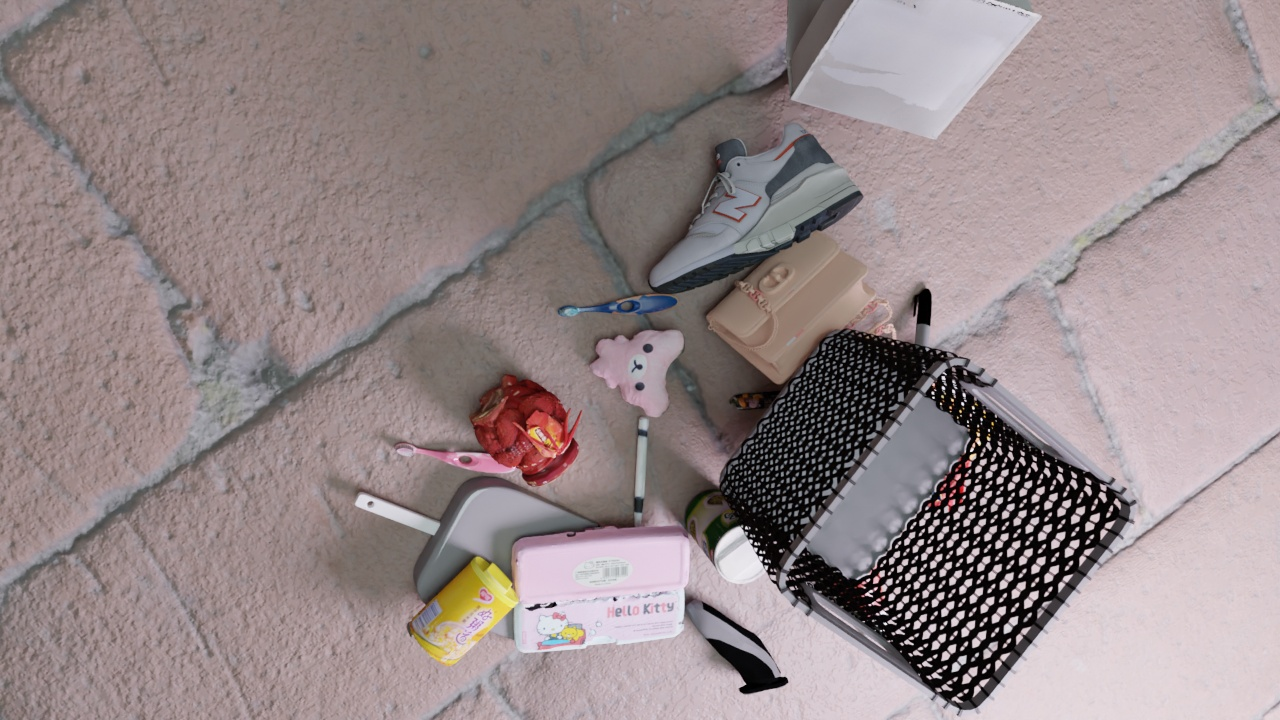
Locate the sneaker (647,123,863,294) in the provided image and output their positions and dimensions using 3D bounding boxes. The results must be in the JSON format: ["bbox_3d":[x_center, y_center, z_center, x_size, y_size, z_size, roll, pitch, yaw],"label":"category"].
[{"bbox_3d":[0.103,-0.168,0.975,0.240,0.089,0.124,-23,82,9],"label":"sneaker"}]

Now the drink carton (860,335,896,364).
[{"bbox_3d":[0.229,0.039,1.022,0.122,0.041,0.058,-49,142,1],"label":"drink carton"}]

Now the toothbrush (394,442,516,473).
[{"bbox_3d":[-0.198,0.106,0.993,0.135,0.016,0.021,11,101,-15],"label":"toothbrush"}]

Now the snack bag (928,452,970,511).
[{"bbox_3d":[0.309,0.107,1.073,0.176,0.082,0.082,30,94,-5],"label":"snack bag"}]

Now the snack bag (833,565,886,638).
[{"bbox_3d":[0.246,0.217,1.082,0.041,0.077,0.225,-18,111,-15],"label":"snack bag"}]

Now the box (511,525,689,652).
[{"bbox_3d":[-0.043,0.262,1.038,0.201,0.041,0.154,-3,105,-11],"label":"box"}]

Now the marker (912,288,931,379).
[{"bbox_3d":[0.327,-0.018,1.076,0.022,0.016,0.138,7,79,12],"label":"marker"}]

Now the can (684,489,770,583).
[{"bbox_3d":[0.097,0.195,1.030,0.067,0.121,0.067,-3,103,-14],"label":"can"}]

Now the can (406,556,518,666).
[{"bbox_3d":[-0.188,0.266,0.976,0.105,0.067,0.067,-44,108,-4],"label":"can"}]

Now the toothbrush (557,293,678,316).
[{"bbox_3d":[-0.023,-0.059,1.000,0.135,0.017,0.021,-6,105,-12],"label":"toothbrush"}]

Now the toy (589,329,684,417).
[{"bbox_3d":[-0.006,0.006,1.002,0.096,0.052,0.099,15,95,-4],"label":"toy"}]

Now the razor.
[{"bbox_3d":[0.112,0.341,1.104,0.060,0.057,0.156,-42,102,-32],"label":"razor"}]

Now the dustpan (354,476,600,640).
[{"bbox_3d":[-0.192,0.202,1.011,0.257,0.033,0.163,28,94,-27],"label":"dustpan"}]

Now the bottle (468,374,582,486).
[{"bbox_3d":[-0.118,0.071,0.965,0.099,0.099,0.111,-37,112,-4],"label":"bottle"}]

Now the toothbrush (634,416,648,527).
[{"bbox_3d":[0.000,0.155,1.052,0.012,0.017,0.187,0,103,-13],"label":"toothbrush"}]

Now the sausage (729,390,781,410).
[{"bbox_3d":[0.176,0.043,1.070,0.155,0.020,0.020,-6,103,-13],"label":"sausage"}]

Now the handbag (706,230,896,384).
[{"bbox_3d":[0.171,-0.029,1.039,0.198,0.116,0.187,-43,142,-6],"label":"handbag"}]

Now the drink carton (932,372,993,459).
[{"bbox_3d":[0.367,0.060,1.109,0.122,0.040,0.058,41,90,-18],"label":"drink carton"}]

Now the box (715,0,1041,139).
[{"bbox_3d":[0.219,-0.352,0.989,0.167,0.445,0.165,11,109,-16],"label":"box"}]

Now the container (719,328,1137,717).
[{"bbox_3d":[0.247,0.130,0.882,0.247,0.243,0.245,36,93,-16],"label":"container"}]
